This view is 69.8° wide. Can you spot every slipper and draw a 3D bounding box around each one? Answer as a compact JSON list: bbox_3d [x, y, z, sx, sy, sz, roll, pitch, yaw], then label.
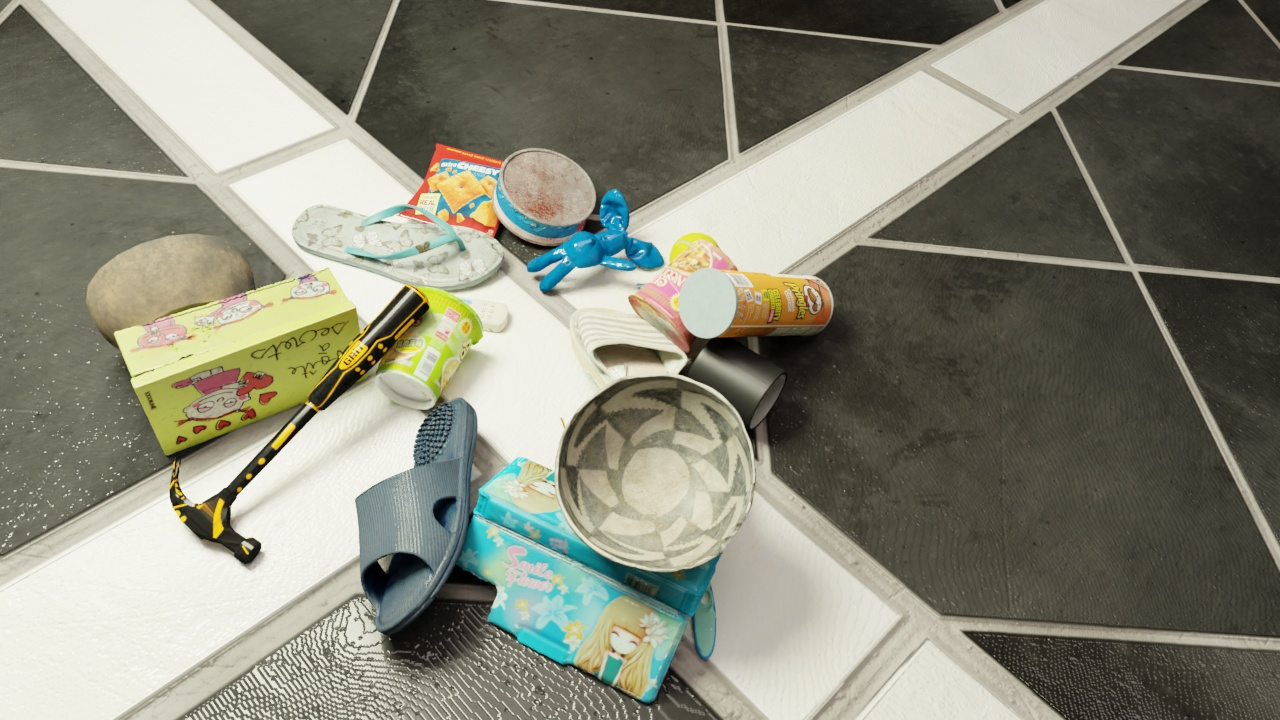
[{"bbox_3d":[-0.217,0.125,0.868,0.082,0.101,0.263,42,33,-32],"label":"slipper"},{"bbox_3d":[-0.006,0.006,1.002,0.114,0.054,0.272,3,31,-25],"label":"slipper"},{"bbox_3d":[-0.305,-0.147,1.134,0.269,0.055,0.098,10,61,4],"label":"slipper"}]

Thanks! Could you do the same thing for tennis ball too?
[{"bbox_3d":[0.069,-0.128,1.153,0.065,0.066,0.065,4,49,-5],"label":"tennis ball"}]

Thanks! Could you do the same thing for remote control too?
[{"bbox_3d":[-0.221,-0.060,1.098,0.125,0.018,0.038,8,48,0],"label":"remote control"}]

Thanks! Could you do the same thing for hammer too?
[{"bbox_3d":[-0.329,0.043,0.918,0.123,0.036,0.320,35,71,9],"label":"hammer"}]

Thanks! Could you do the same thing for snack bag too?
[{"bbox_3d":[-0.235,-0.224,1.223,0.131,0.039,0.143,15,55,3],"label":"snack bag"}]

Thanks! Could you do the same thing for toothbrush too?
[{"bbox_3d":[0.061,0.223,0.890,0.022,0.017,0.135,5,48,-4],"label":"toothbrush"}]

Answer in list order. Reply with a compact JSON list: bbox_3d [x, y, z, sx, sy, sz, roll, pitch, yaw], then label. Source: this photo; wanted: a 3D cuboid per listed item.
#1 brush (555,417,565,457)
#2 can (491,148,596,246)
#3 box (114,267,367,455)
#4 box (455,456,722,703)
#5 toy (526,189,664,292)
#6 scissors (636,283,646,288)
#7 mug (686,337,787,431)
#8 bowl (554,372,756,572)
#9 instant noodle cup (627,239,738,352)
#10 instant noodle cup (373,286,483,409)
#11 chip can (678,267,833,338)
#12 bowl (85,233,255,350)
[{"bbox_3d":[-0.064,0.109,0.972,0.048,0.017,0.126,-12,52,-18],"label":"brush"},{"bbox_3d":[-0.127,-0.215,1.206,0.130,0.044,0.129,12,55,-18],"label":"can"},{"bbox_3d":[-0.405,-0.003,0.953,0.220,0.125,0.083,-20,57,-27],"label":"box"},{"bbox_3d":[-0.054,0.188,0.853,0.227,0.086,0.169,23,57,12],"label":"box"},{"bbox_3d":[-0.059,-0.146,1.157,0.176,0.071,0.112,-24,82,-23],"label":"toy"},{"bbox_3d":[0.064,-0.085,1.166,0.140,0.011,0.133,21,47,9],"label":"scissors"},{"bbox_3d":[0.116,0.020,1.046,0.088,0.078,0.113,33,25,19],"label":"mug"},{"bbox_3d":[0.013,0.105,0.834,0.178,0.081,0.178,1,71,-2],"label":"bowl"},{"bbox_3d":[0.057,-0.081,1.078,0.098,0.098,0.108,38,79,23],"label":"instant noodle cup"},{"bbox_3d":[-0.238,-0.010,1.006,0.099,0.099,0.107,16,56,5],"label":"instant noodle cup"},{"bbox_3d":[0.138,-0.064,1.052,0.214,0.075,0.075,-3,42,-51],"label":"chip can"},{"bbox_3d":[-0.484,-0.055,0.966,0.162,0.163,0.070,-23,71,-26],"label":"bowl"}]
